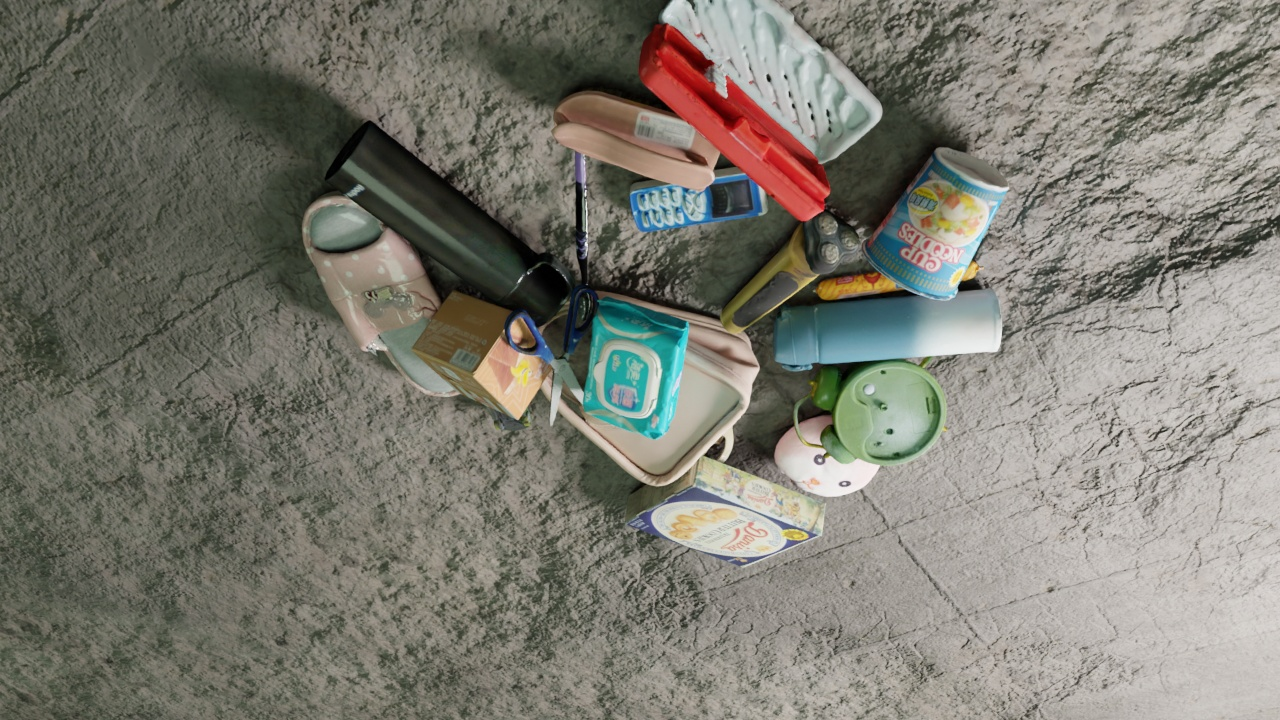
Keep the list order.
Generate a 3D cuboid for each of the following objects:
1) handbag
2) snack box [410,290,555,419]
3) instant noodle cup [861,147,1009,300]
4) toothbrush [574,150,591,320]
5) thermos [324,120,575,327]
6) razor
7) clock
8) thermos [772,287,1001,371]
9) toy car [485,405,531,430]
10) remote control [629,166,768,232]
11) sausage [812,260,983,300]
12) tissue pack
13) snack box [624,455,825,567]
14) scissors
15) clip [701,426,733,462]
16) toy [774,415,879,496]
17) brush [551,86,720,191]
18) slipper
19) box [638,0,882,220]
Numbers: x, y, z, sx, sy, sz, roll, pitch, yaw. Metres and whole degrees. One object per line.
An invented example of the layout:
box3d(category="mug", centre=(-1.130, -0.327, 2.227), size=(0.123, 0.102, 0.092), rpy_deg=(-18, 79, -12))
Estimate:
box3d(category="handbag", centre=(-0.013, 0.014, 0.982), size=(0.234, 0.093, 0.194), rpy_deg=(29, 127, -11))
box3d(category="snack box", centre=(-0.156, -0.006, 0.928), size=(0.093, 0.077, 0.094), rpy_deg=(20, 160, 33))
box3d(category="instant noodle cup", centre=(0.267, -0.127, 0.820), size=(0.099, 0.099, 0.110), rpy_deg=(16, 124, -12))
box3d(category="toothbrush", centre=(-0.057, -0.119, 0.874), size=(0.014, 0.016, 0.189), rpy_deg=(11, 124, 15))
box3d(category="thermos", centre=(-0.166, -0.126, 0.858), size=(0.242, 0.068, 0.090), rpy_deg=(36, 139, -28))
box3d(category="razor", centre=(0.137, -0.079, 0.891), size=(0.062, 0.067, 0.168), rpy_deg=(29, 135, -20))
box3d(category="clock", centre=(0.244, 0.053, 0.981), size=(0.161, 0.056, 0.116), rpy_deg=(-12, 106, 6))
box3d(category="thermos", centre=(0.244, -0.031, 0.925), size=(0.220, 0.070, 0.070), rpy_deg=(-5, 133, 8))
box3d(category="toy car", centre=(-0.153, 0.044, 1.040), size=(0.043, 0.036, 0.091), rpy_deg=(-9, 131, 10))
box3d(category="remote control", centre=(0.054, -0.151, 0.850), size=(0.125, 0.024, 0.049), rpy_deg=(-6, 133, 11))
box3d(category="sausage", centre=(0.253, -0.080, 0.907), size=(0.165, 0.021, 0.021), rpy_deg=(-8, 132, 11))
box3d(category="tissue pack", centre=(-0.005, 0.005, 0.903), size=(0.093, 0.050, 0.134), rpy_deg=(17, 122, 15))
box3d(category="snack box", centre=(0.100, 0.188, 1.120), size=(0.182, 0.045, 0.178), rpy_deg=(23, 148, -17))
box3d(category="scissors", centre=(-0.085, -0.004, 0.912), size=(0.162, 0.012, 0.163), rpy_deg=(13, 115, -42))
box3d(category="clip", centre=(0.093, 0.065, 1.058), size=(0.035, 0.086, 0.104), rpy_deg=(16, 104, -10))
box3d(category="toy", centre=(0.235, 0.098, 1.058), size=(0.160, 0.054, 0.121), rpy_deg=(-38, 118, 24))
box3d(category="brush", centre=(-0.004, -0.190, 0.785), size=(0.145, 0.072, 0.063), rpy_deg=(15, 133, -8))
box3d(category="slipper", centre=(-0.255, -0.052, 0.943), size=(0.114, 0.054, 0.275), rpy_deg=(-11, 132, 14))
box3d(category="box", centre=(0.101, -0.214, 0.739), size=(0.201, 0.095, 0.100), rpy_deg=(34, 129, -24))
